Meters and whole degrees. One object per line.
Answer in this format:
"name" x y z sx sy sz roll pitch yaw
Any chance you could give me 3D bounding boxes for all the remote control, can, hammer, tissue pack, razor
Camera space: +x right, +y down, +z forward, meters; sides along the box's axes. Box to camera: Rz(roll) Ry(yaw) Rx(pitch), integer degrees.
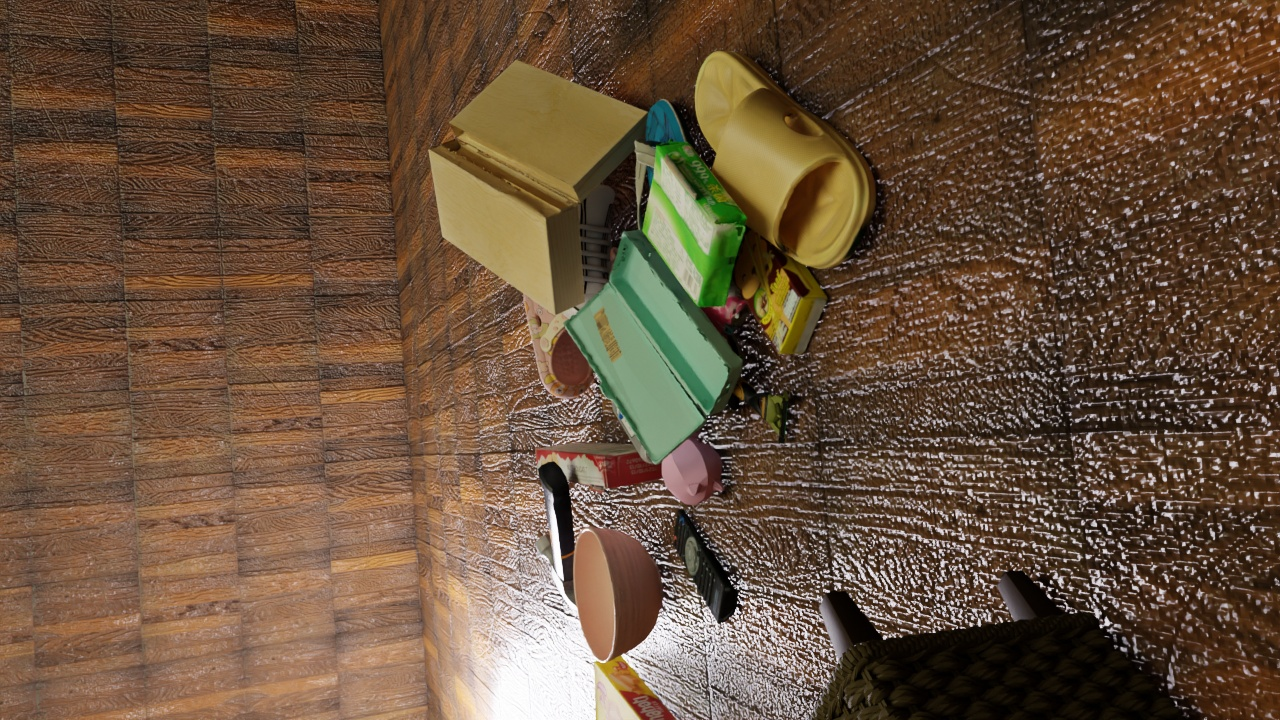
"remote control" 0.063 0.204 0.925 0.140 0.021 0.045 -128 42 -62
"can" 0.003 0.069 1.017 0.106 0.044 0.044 -125 38 -52
"hammer" -0.106 0.225 1.200 0.139 0.035 0.313 54 159 32
"tissue pack" 0.041 -0.110 0.735 0.114 0.034 0.100 60 156 32
"razor" 0.087 0.021 0.815 0.144 0.021 0.044 44 141 52

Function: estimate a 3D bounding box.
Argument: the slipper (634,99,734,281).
"slipper" 0.026 -0.154 0.869 0.294 0.060 0.118 -109 16 -53

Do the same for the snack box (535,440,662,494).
"snack box" -0.058 0.128 1.133 0.273 0.076 0.044 172 91 -67

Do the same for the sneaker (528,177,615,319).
"sneaker" -0.064 -0.166 1.110 0.097 0.091 0.245 -31 62 47

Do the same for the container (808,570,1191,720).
"container" 0.162 0.285 0.504 0.204 0.176 0.322 -115 31 -49

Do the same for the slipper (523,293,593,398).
"slipper" -0.094 -0.049 1.184 0.082 0.093 0.197 -4 90 57

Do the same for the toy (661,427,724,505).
"toy" 0.040 0.057 0.900 0.157 0.067 0.124 63 147 37

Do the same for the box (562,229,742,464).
"box" 0.010 -0.014 0.856 0.187 0.055 0.139 57 130 30

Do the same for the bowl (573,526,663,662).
"bowl" -0.021 0.264 1.060 0.153 0.076 0.153 177 90 -69

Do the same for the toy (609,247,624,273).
"toy" -0.015 -0.079 1.044 0.096 0.041 0.108 94 165 -55

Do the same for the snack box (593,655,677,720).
"snack box" -0.003 0.436 1.085 0.201 0.042 0.092 -163 70 -66

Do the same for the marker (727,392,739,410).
"marker" 0.070 -0.009 0.879 0.018 0.015 0.133 -35 55 28

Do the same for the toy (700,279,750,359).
"toy" 0.068 -0.052 0.845 0.102 0.050 0.066 -109 22 -44

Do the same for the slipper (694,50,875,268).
"slipper" 0.090 -0.165 0.733 0.263 0.078 0.100 -116 29 -42

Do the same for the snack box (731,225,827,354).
"snack box" 0.105 -0.076 0.772 0.148 0.025 0.061 -114 30 -41

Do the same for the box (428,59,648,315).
"box" -0.134 -0.213 1.063 0.248 0.118 0.253 33 101 38

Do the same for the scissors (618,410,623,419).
"scissors" -0.006 0.006 0.982 0.013 0.127 0.125 -2 61 31
